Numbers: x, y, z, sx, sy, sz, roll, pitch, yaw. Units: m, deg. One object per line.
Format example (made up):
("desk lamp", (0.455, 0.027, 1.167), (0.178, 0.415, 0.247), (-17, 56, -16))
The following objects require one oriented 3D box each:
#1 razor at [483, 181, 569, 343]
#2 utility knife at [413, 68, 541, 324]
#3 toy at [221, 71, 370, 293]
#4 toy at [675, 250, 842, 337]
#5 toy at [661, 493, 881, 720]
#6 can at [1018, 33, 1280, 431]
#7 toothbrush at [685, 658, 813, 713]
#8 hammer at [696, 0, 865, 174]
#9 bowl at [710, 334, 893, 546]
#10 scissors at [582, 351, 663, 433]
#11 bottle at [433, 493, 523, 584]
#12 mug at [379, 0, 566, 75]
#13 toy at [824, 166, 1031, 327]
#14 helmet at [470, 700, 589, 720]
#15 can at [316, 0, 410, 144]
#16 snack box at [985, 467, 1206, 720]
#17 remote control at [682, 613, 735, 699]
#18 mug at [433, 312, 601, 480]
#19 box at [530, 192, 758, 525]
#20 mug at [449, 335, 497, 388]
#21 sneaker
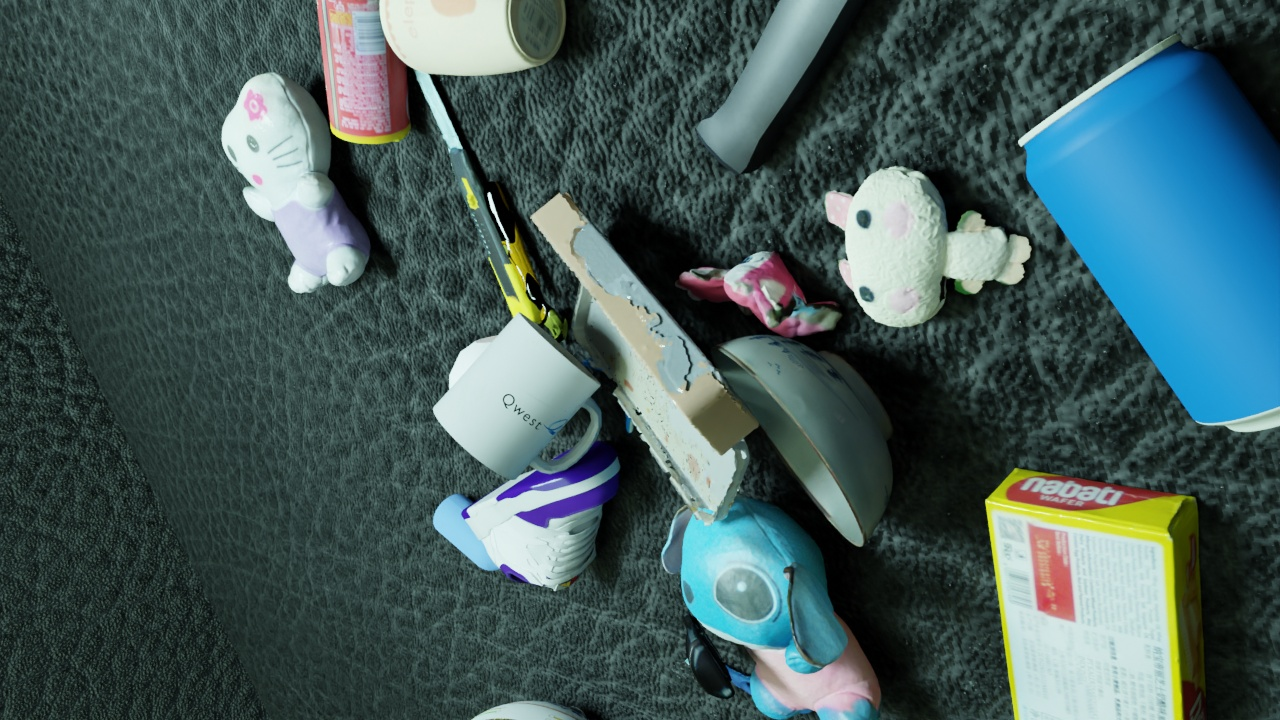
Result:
("razor", (-0.095, -0.080, 0.748), (0.144, 0.021, 0.044), (66, 164, 1))
("utility knife", (-0.137, -0.136, 0.768), (0.029, 0.020, 0.233), (-16, 99, 50))
("toy", (-0.336, -0.175, 0.912), (0.138, 0.085, 0.209), (-2, 113, 46))
("toy", (0.069, -0.046, 0.568), (0.102, 0.065, 0.050), (19, 94, 44))
("toy", (0.099, 0.181, 0.634), (0.191, 0.098, 0.224), (62, 163, -13))
("can", (0.224, -0.049, 0.368), (0.146, 0.078, 0.079), (57, 142, 4))
("toothbrush", (0.089, 0.270, 0.771), (0.132, 0.016, 0.021), (8, 120, 46))
("hammer", (0.104, -0.214, 0.437), (0.139, 0.035, 0.314), (49, 141, 12))
("bowl", (0.107, 0.035, 0.548), (0.150, 0.057, 0.151), (54, 178, 3))
("scissors", (0.000, 0.008, 0.712), (0.130, 0.014, 0.126), (33, 134, 35))
("bottle", (-0.164, 0.195, 0.980), (0.131, 0.047, 0.048), (31, 133, 32))
("mug", (-0.105, -0.249, 0.620), (0.104, 0.085, 0.111), (15, 95, 31))
("toy", (0.140, -0.059, 0.486), (0.112, 0.050, 0.087), (23, 129, 45))
("helmet", (-0.119, 0.475, 0.953), (0.231, 0.235, 0.315), (0, 130, 23))
("can", (-0.227, -0.247, 0.756), (0.067, 0.066, 0.125), (33, 135, 30))
("snack box", (0.252, 0.161, 0.501), (0.092, 0.042, 0.201), (5, 117, 46))
("remote control", (0.047, 0.222, 0.694), (0.045, 0.021, 0.140), (57, 177, 7))
("mug", (-0.081, 0.037, 0.705), (0.119, 0.096, 0.083), (41, -179, -32))
("box", (0.000, -0.006, 0.620), (0.216, 0.071, 0.157), (52, 154, 38))
("mug", (-0.102, 0.018, 0.773), (0.124, 0.090, 0.076), (-2, 102, 29))
("sneaker", (-0.078, 0.153, 0.829), (0.111, 0.091, 0.245), (59, 146, 0))
